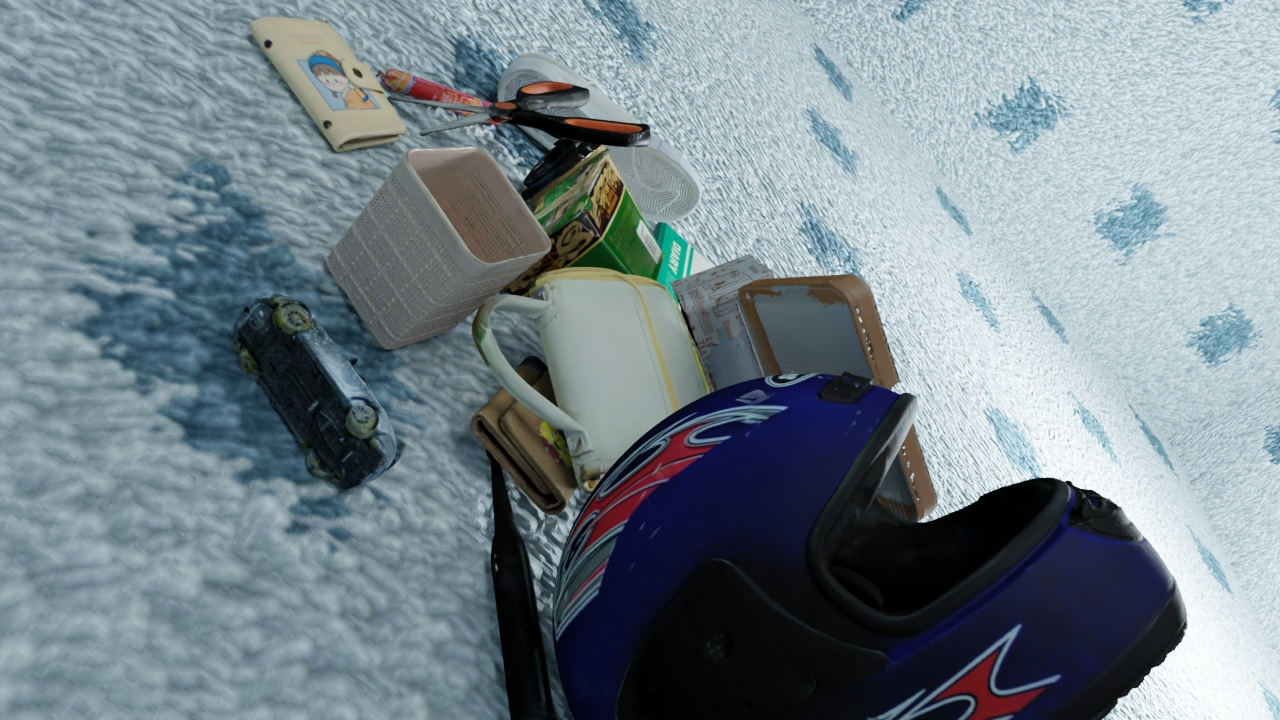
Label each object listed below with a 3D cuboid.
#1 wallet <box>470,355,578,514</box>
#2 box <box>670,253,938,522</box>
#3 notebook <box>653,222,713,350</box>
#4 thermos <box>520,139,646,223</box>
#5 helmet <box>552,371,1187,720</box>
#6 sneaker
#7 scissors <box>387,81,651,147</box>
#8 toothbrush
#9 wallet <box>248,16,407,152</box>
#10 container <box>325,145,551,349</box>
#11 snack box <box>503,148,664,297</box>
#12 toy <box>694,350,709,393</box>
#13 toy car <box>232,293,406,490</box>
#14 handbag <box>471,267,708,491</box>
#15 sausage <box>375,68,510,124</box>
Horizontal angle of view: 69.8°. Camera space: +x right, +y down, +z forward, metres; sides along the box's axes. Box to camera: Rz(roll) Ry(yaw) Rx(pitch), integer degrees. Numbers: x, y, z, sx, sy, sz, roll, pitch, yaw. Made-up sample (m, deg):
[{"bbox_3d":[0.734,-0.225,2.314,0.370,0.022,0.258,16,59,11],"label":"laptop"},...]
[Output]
[{"bbox_3d":[-0.068,0.049,0.649,0.090,0.033,0.115,51,23,-8],"label":"wallet"},{"bbox_3d":[0.113,0.016,0.708,0.259,0.110,0.179,-110,178,-75],"label":"box"},{"bbox_3d":[0.062,-0.050,0.976,0.150,0.012,0.208,39,33,-21],"label":"notebook"},{"bbox_3d":[-0.042,-0.138,0.852,0.143,0.093,0.092,53,29,-14],"label":"thermos"},{"bbox_3d":[0.094,0.123,0.524,0.240,0.316,0.247,54,18,9],"label":"helmet"},{"bbox_3d":[-0.040,-0.235,0.964,0.242,0.090,0.090,33,30,-20],"label":"sneaker"},{"bbox_3d":[-0.097,-0.210,0.793,0.221,0.022,0.233,16,30,15],"label":"scissors"},{"bbox_3d":[-0.080,0.126,0.572,0.027,0.026,0.212,33,30,-42],"label":"toothbrush"},{"bbox_3d":[-0.240,-0.218,0.720,0.115,0.024,0.087,53,34,2],"label":"wallet"},{"bbox_3d":[-0.139,-0.073,0.614,0.090,0.111,0.090,55,30,4],"label":"container"},{"bbox_3d":[-0.043,-0.088,0.766,0.105,0.118,0.118,45,33,-22],"label":"snack box"},{"bbox_3d":[0.057,0.021,0.865,0.100,0.031,0.096,18,53,-39],"label":"toy"},{"bbox_3d":[-0.182,0.016,0.518,0.120,0.054,0.036,52,32,2],"label":"toy car"},{"bbox_3d":[-0.031,0.009,0.643,0.178,0.063,0.163,7,57,-44],"label":"handbag"},{"bbox_3d":[-0.175,-0.238,0.836,0.155,0.020,0.020,3,56,-53],"label":"sausage"}]
